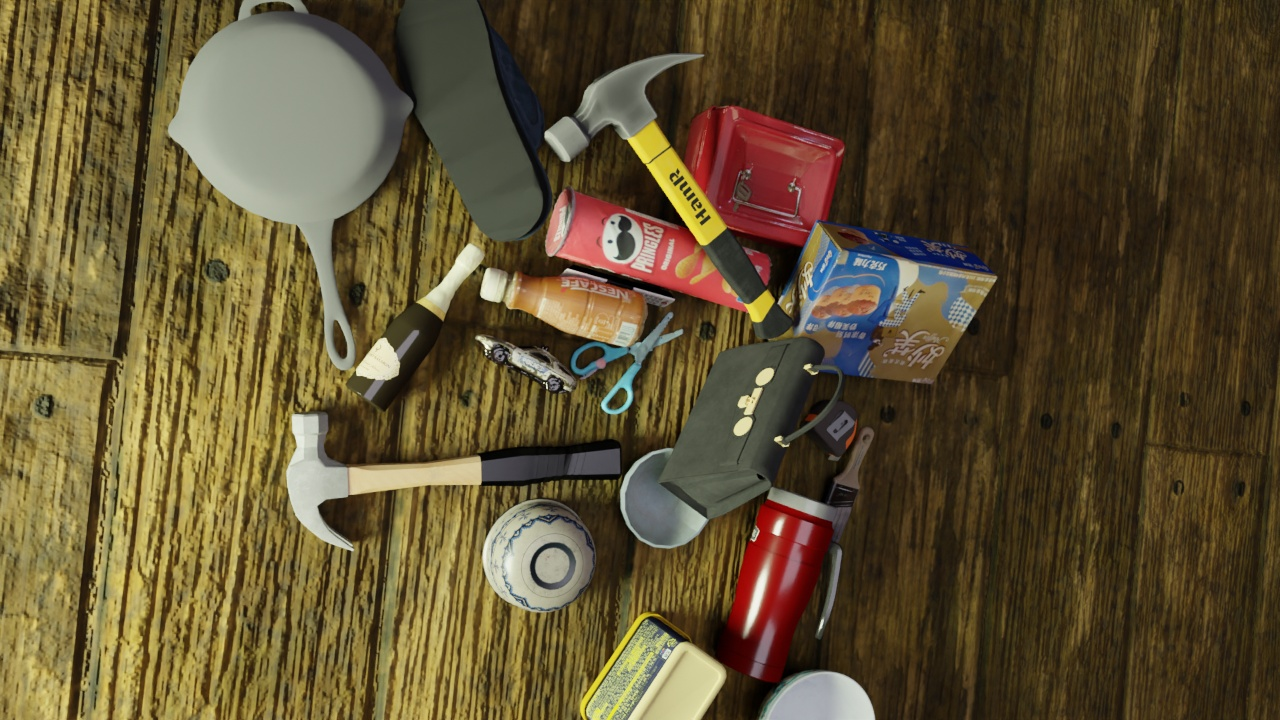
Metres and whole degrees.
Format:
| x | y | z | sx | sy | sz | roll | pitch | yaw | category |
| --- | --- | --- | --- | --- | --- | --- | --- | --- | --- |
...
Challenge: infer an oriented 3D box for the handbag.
| x | y | z | sx | sy | sz | roll | pitch | yaw | category |
| --- | --- | --- | --- | --- | --- | --- | --- | --- | --- |
| 0.131 | 0.055 | 0.918 | 0.072 | 0.196 | 0.175 | 38 | 59 | -17 | handbag |

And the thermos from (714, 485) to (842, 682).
| x | y | z | sx | sy | sz | roll | pitch | yaw | category |
| --- | --- | --- | --- | --- | --- | --- | --- | --- | --- |
| 0.161 | 0.248 | 1.012 | 0.108 | 0.084 | 0.198 | 18 | 86 | 15 | thermos |

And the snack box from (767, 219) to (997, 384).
| x | y | z | sx | sy | sz | roll | pitch | yaw | category |
| --- | --- | --- | --- | --- | --- | --- | --- | --- | --- |
| 0.263 | -0.060 | 1.020 | 0.202 | 0.069 | 0.155 | 7 | 126 | -21 | snack box |

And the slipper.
| x | y | z | sx | sy | sz | roll | pitch | yaw | category |
| --- | --- | --- | --- | --- | --- | --- | --- | --- | --- |
| -0.150 | -0.242 | 0.899 | 0.109 | 0.083 | 0.265 | -25 | 87 | 25 | slipper |

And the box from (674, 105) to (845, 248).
| x | y | z | sx | sy | sz | roll | pitch | yaw | category |
| --- | --- | --- | --- | --- | --- | --- | --- | --- | --- |
| 0.127 | -0.198 | 1.001 | 0.157 | 0.098 | 0.129 | 12 | 91 | -24 | box |

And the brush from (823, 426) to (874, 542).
| x | y | z | sx | sy | sz | roll | pitch | yaw | category |
| --- | --- | --- | --- | --- | --- | --- | --- | --- | --- |
| 0.239 | 0.148 | 1.074 | 0.039 | 0.012 | 0.151 | 17 | 94 | -23 | brush |

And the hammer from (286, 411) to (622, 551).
| x | y | z | sx | sy | sz | roll | pitch | yaw | category |
| --- | --- | --- | --- | --- | --- | --- | --- | --- | --- |
| -0.176 | 0.110 | 0.913 | 0.327 | 0.039 | 0.131 | -2 | 93 | -21 | hammer |

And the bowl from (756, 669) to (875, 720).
| x | y | z | sx | sy | sz | roll | pitch | yaw | category |
| --- | --- | --- | --- | --- | --- | --- | --- | --- | --- |
| 0.183 | 0.411 | 1.034 | 0.143 | 0.074 | 0.144 | 0 | 91 | -21 | bowl |

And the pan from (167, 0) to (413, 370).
| x | y | z | sx | sy | sz | roll | pitch | yaw | category |
| --- | --- | --- | --- | --- | --- | --- | --- | --- | --- |
| -0.310 | -0.165 | 0.854 | 0.216 | 0.024 | 0.354 | -11 | 98 | -14 | pan |

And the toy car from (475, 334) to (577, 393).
| x | y | z | sx | sy | sz | roll | pitch | yaw | category |
| --- | --- | --- | --- | --- | --- | --- | --- | --- | --- |
| -0.114 | -0.002 | 0.927 | 0.112 | 0.048 | 0.040 | 29 | 85 | -19 | toy car |

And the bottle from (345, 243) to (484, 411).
| x | y | z | sx | sy | sz | roll | pitch | yaw | category |
| --- | --- | --- | --- | --- | --- | --- | --- | --- | --- |
| -0.212 | -0.037 | 0.891 | 0.045 | 0.045 | 0.184 | 38 | 78 | -17 | bottle |

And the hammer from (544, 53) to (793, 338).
| x | y | z | sx | sy | sz | roll | pitch | yaw | category |
| --- | --- | --- | --- | --- | --- | --- | --- | --- | --- |
| 0.060 | -0.152 | 0.919 | 0.169 | 0.034 | 0.324 | -41 | 111 | -9 | hammer |

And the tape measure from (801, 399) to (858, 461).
| x | y | z | sx | sy | sz | roll | pitch | yaw | category |
| --- | --- | --- | --- | --- | --- | --- | --- | --- | --- |
| 0.225 | 0.075 | 1.064 | 0.058 | 0.038 | 0.058 | 47 | 76 | -15 | tape measure |

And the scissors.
| x | y | z | sx | sy | sz | roll | pitch | yaw | category |
| --- | --- | --- | --- | --- | --- | --- | --- | --- | --- |
| -0.002 | 0.006 | 0.990 | 0.142 | 0.015 | 0.095 | -22 | 98 | -16 | scissors |

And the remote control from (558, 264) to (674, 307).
| x | y | z | sx | sy | sz | roll | pitch | yaw | category |
| --- | --- | --- | --- | --- | --- | --- | --- | --- | --- |
| -0.024 | -0.080 | 0.972 | 0.124 | 0.028 | 0.011 | 14 | 72 | -21 | remote control |

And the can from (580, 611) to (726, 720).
| x | y | z | sx | sy | sz | roll | pitch | yaw | category |
| --- | --- | --- | --- | --- | --- | --- | --- | --- | --- |
| 0.013 | 0.344 | 0.952 | 0.075 | 0.104 | 0.135 | 39 | 77 | -17 | can |

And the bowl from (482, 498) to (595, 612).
| x | y | z | sx | sy | sz | roll | pitch | yaw | category |
| --- | --- | --- | --- | --- | --- | --- | --- | --- | --- |
| -0.097 | 0.202 | 0.932 | 0.115 | 0.059 | 0.115 | 0 | 91 | -21 | bowl |

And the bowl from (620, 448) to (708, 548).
| x | y | z | sx | sy | sz | roll | pitch | yaw | category |
| --- | --- | --- | --- | --- | --- | --- | --- | --- | --- |
| 0.023 | 0.145 | 0.988 | 0.106 | 0.039 | 0.106 | 0 | 91 | -21 | bowl |

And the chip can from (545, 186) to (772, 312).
| x | y | z | sx | sy | sz | roll | pitch | yaw | category |
| --- | --- | --- | --- | --- | --- | --- | --- | --- | --- |
| 0.022 | -0.113 | 0.966 | 0.232 | 0.073 | 0.073 | 15 | 85 | -21 | chip can |

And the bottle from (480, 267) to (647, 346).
| x | y | z | sx | sy | sz | roll | pitch | yaw | category |
| --- | --- | --- | --- | --- | --- | --- | --- | --- | --- |
| -0.078 | -0.059 | 0.936 | 0.167 | 0.059 | 0.059 | 13 | 86 | -16 | bottle |
